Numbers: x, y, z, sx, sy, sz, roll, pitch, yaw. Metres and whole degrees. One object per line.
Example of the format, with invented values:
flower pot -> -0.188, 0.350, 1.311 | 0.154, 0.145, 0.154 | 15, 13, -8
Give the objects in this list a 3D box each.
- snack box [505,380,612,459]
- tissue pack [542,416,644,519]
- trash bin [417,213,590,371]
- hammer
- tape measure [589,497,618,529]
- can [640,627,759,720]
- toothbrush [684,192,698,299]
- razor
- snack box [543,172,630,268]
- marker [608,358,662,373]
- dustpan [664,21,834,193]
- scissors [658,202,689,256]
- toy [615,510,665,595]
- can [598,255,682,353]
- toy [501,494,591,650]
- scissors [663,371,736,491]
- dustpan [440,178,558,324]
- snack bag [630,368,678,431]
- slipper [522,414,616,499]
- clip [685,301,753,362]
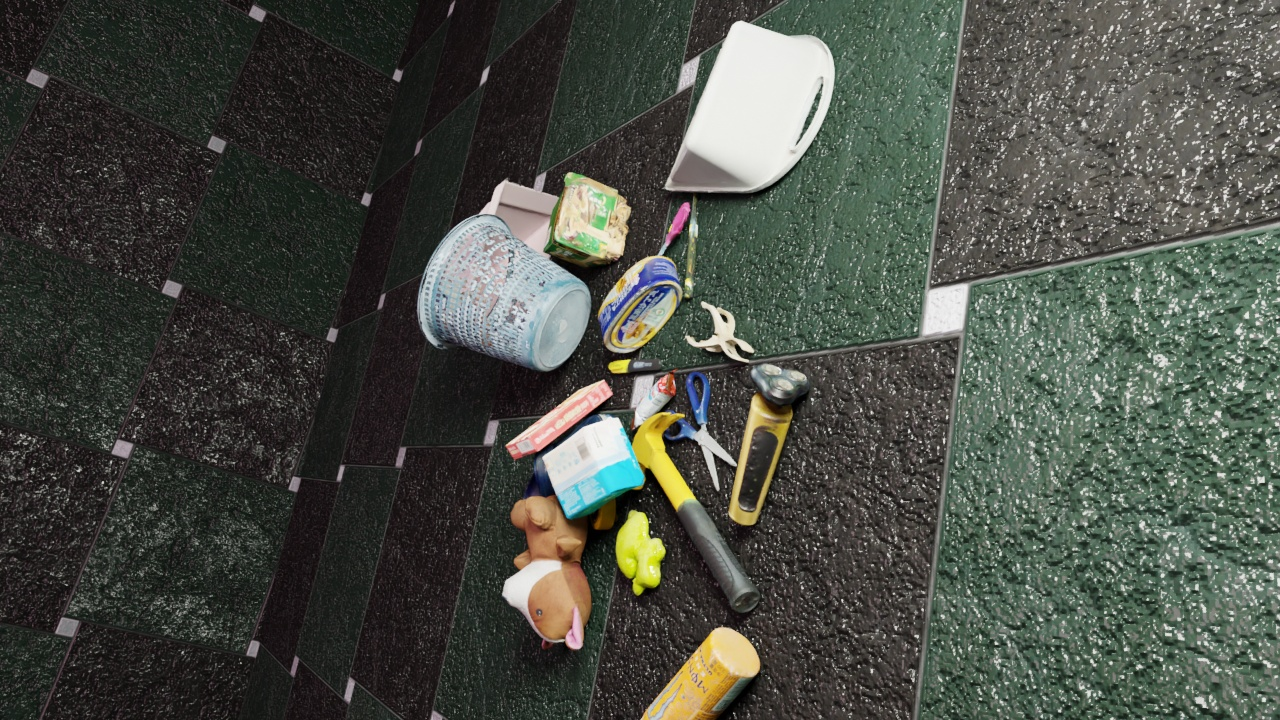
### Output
snack box -> -0.113, 0.082, 1.285 | 0.152, 0.025, 0.075 | -37, 9, -35
tissue pack -> -0.057, 0.134, 1.128 | 0.140, 0.063, 0.090 | -37, 72, 46
trash bin -> -0.192, -0.086, 1.406 | 0.195, 0.226, 0.227 | 25, 98, 22
hammer -> 0.054, 0.167, 1.033 | 0.300, 0.032, 0.129 | 55, 132, 53
tape measure -> -0.047, 0.193, 1.204 | 0.060, 0.029, 0.057 | 114, 152, -47
can -> 0.057, 0.334, 0.917 | 0.146, 0.058, 0.058 | -57, 32, 25
toothbrush -> 0.072, -0.167, 1.219 | 0.017, 0.012, 0.185 | -16, 60, 44
razor -> 0.126, 0.088, 0.946 | 0.067, 0.062, 0.167 | -61, -14, -86
snack box -> -0.093, -0.203, 1.421 | 0.106, 0.117, 0.118 | -23, 52, 59
marker -> -0.007, 0.007, 1.255 | 0.124, 0.015, 0.018 | -3, 74, 58
dustpan -> 0.142, -0.310, 1.169 | 0.257, 0.142, 0.222 | -113, 45, -87
scissors -> 0.035, -0.160, 1.268 | 0.134, 0.017, 0.054 | -57, 15, 37
toy -> -0.003, 0.232, 1.107 | 0.100, 0.031, 0.096 | -2, 75, 59
can -> -0.001, -0.073, 1.229 | 0.149, 0.074, 0.049 | -49, 40, 37
toy -> -0.118, 0.274, 1.185 | 0.140, 0.130, 0.199 | 144, 116, -68
scissors -> 0.066, 0.088, 1.087 | 0.156, 0.012, 0.166 | -31, 49, 49
dustpan -> -0.216, -0.151, 1.553 | 0.274, 0.222, 0.139 | -42, 74, 22
snack bag -> 0.018, 0.051, 1.173 | 0.106, 0.026, 0.045 | -48, 22, 41
slipper -> -0.111, 0.148, 1.276 | 0.254, 0.095, 0.105 | -46, 41, 44
clip -> 0.090, -0.019, 1.087 | 0.094, 0.035, 0.102 | -46, 46, 31
